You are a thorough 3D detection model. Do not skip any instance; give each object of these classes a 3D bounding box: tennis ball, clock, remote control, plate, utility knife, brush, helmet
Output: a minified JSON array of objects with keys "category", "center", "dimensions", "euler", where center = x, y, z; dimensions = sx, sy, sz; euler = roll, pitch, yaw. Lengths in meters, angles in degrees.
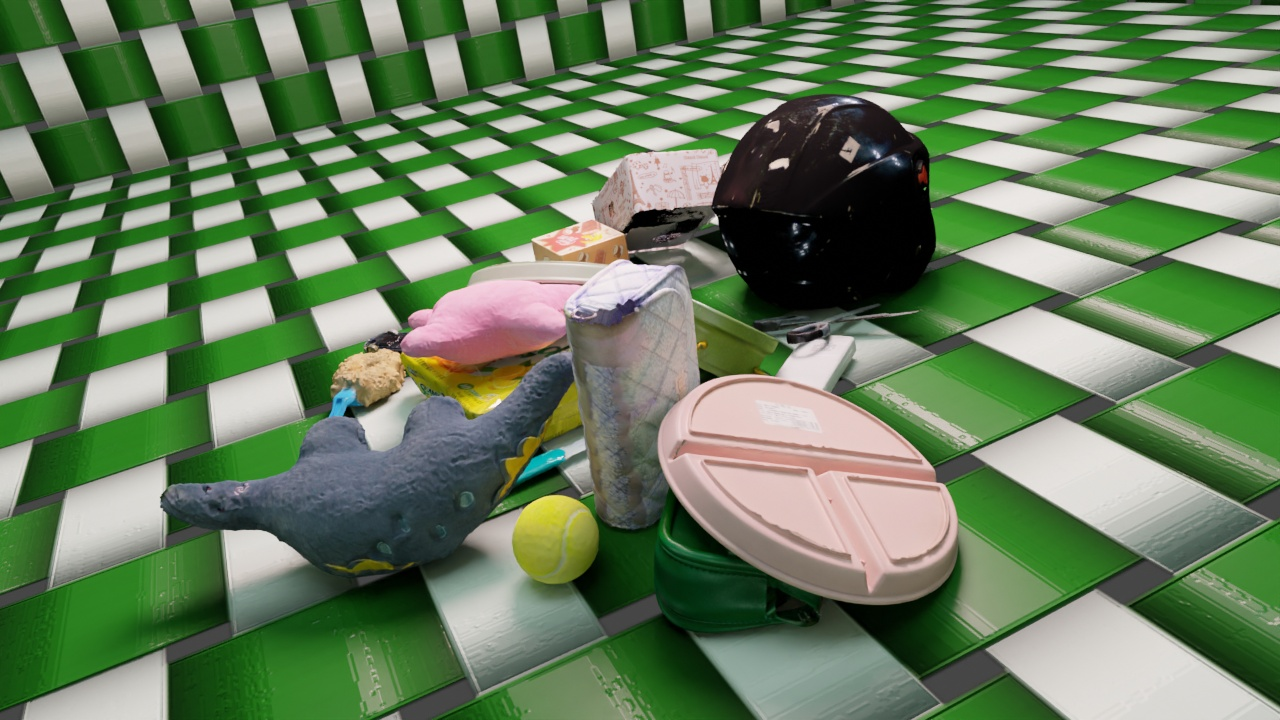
[{"category":"tennis ball","center":[-0.063,0.134,0.685],"dimensions":[0.065,0.065,0.065],"euler":[-8,27,4]},{"category":"clock","center":[0.064,-0.024,0.910],"dimensions":[0.116,0.056,0.161],"euler":[24,4,-26]},{"category":"remote control","center":[0.162,0.017,0.887],"dimensions":[0.058,0.021,0.149],"euler":[0,27,32]},{"category":"plate","center":[-0.082,-0.082,1.033],"dimensions":[0.230,0.027,0.230],"euler":[1,-5,0]},{"category":"utility knife","center":[-0.114,0.106,0.816],"dimensions":[0.192,0.013,0.029],"euler":[-24,31,-22]},{"category":"brush","center":[-0.314,0.061,0.955],"dimensions":[0.083,0.046,0.254],"euler":[-1,31,8]},{"category":"helmet","center":[0.208,-0.193,1.059],"dimensions":[0.234,0.230,0.274],"euler":[13,73,38]},{"category":"plate","center":[0.125,0.080,0.663],"dimensions":[0.229,0.028,0.229],"euler":[14,31,-9]}]

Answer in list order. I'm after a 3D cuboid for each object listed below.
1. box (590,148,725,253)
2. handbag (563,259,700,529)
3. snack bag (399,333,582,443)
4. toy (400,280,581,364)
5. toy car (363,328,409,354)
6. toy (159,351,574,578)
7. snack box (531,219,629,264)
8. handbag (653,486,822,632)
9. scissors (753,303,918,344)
[{"category":"box","center":[0.082,-0.221,1.230],"dimensions":[0.261,0.088,0.178],"euler":[-10,-9,-20]},{"category":"handbag","center":[0.000,0.022,0.740],"dimensions":[0.076,0.194,0.133],"euler":[7,32,28]},{"category":"snack bag","center":[-0.136,0.016,0.940],"dimensions":[0.157,0.068,0.247],"euler":[-24,30,-25]},{"category":"toy","center":[-0.134,-0.043,0.903],"dimensions":[0.194,0.075,0.178],"euler":[-9,16,-4]},{"category":"toy car","center":[-0.279,-0.013,1.088],"dimensions":[0.106,0.031,0.048],"euler":[5,29,24]},{"category":"toy","center":[-0.204,0.100,0.734],"dimensions":[0.356,0.138,0.091],"euler":[-16,-8,1]},{"category":"snack box","center":[-0.075,-0.125,1.189],"dimensions":[0.094,0.077,0.093],"euler":[-22,29,-22]},{"category":"handbag","center":[0.071,0.131,0.653],"dimensions":[0.120,0.068,0.131],"euler":[8,27,10]},{"category":"scissors","center":[0.202,-0.042,0.979],"dimensions":[0.176,0.014,0.160],"euler":[-17,14,-40]}]
